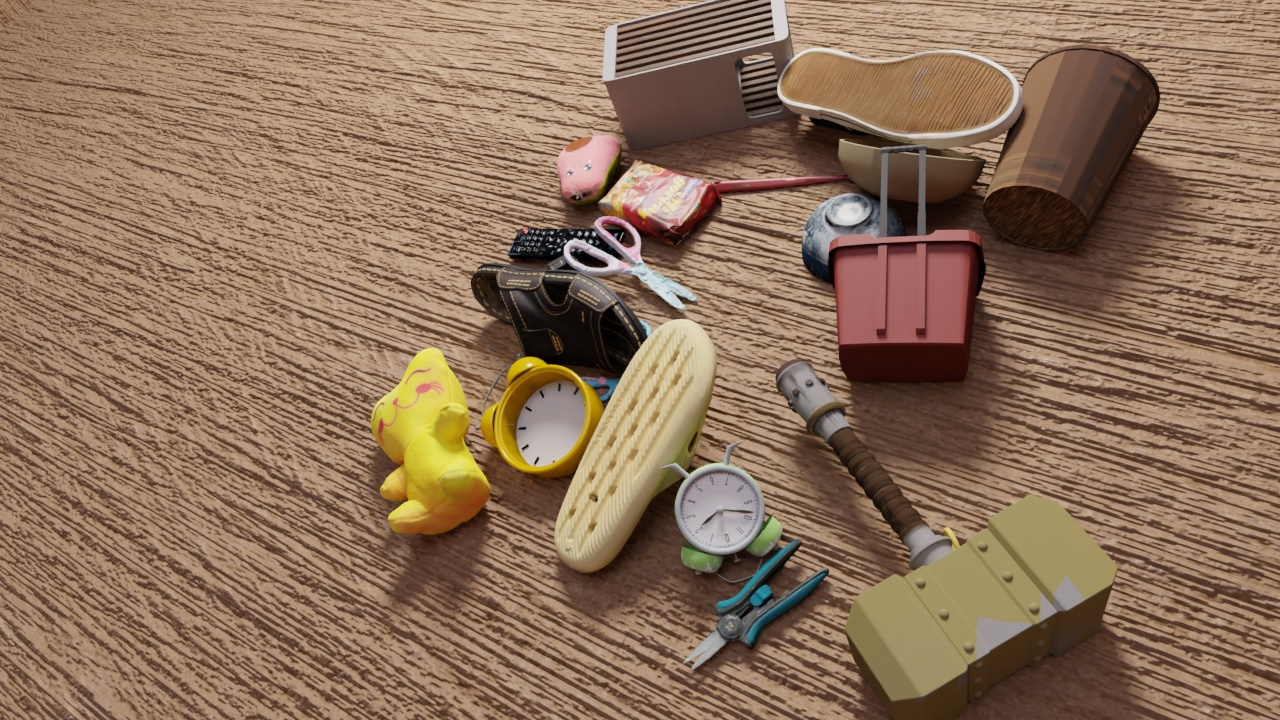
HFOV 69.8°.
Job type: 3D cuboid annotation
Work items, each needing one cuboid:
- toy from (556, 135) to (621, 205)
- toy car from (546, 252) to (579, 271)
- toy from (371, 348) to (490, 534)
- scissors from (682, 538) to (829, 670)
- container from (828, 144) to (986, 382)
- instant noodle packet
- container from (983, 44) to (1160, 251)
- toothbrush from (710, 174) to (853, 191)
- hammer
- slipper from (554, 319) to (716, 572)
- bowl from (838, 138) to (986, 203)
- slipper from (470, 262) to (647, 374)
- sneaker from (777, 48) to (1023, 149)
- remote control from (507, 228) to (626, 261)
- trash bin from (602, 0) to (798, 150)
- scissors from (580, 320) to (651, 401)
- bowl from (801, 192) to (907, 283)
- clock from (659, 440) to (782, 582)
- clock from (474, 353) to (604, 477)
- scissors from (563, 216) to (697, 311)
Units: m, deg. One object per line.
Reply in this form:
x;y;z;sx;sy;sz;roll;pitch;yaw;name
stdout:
-0.066;-0.242;1.172;0.090;0.051;0.109;-10;54;15;toy
-0.077;-0.086;1.063;0.040;0.037;0.092;-28;63;-2;toy car
-0.214;0.086;0.962;0.135;0.087;0.193;-49;46;19;toy
0.098;0.210;0.801;0.127;0.019;0.141;2;63;15;scissors
0.257;-0.089;0.893;0.148;0.127;0.200;0;65;19;container
0.021;-0.194;1.114;0.135;0.040;0.098;27;61;34;instant noodle packet
0.426;-0.207;0.925;0.132;0.132;0.167;19;69;30;container
0.175;-0.215;1.086;0.190;0.016;0.016;-1;55;19;toothbrush
0.208;0.117;0.777;0.190;0.101;0.324;-30;51;-3;hammer
0.010;0.090;0.884;0.111;0.079;0.261;26;86;52;slipper
0.285;-0.201;0.983;0.152;0.050;0.152;6;18;-2;bowl
-0.100;-0.042;0.999;0.268;0.113;0.075;20;52;36;slipper
0.299;-0.283;1.030;0.295;0.127;0.120;25;88;46;sneaker
-0.090;-0.139;1.126;0.150;0.022;0.047;5;58;25;remote control
0.080;-0.371;1.171;0.229;0.114;0.114;-9;53;14;trash bin
-0.006;0.004;0.998;0.135;0.015;0.133;-4;55;10;scissors
0.226;-0.142;0.987;0.114;0.061;0.114;-10;53;14;bowl
0.074;0.140;0.828;0.094;0.042;0.119;-17;85;4;clock
-0.104;0.059;0.956;0.152;0.052;0.113;27;85;31;clock
-0.014;-0.097;1.049;0.102;0.016;0.179;-33;62;-23;scissors
